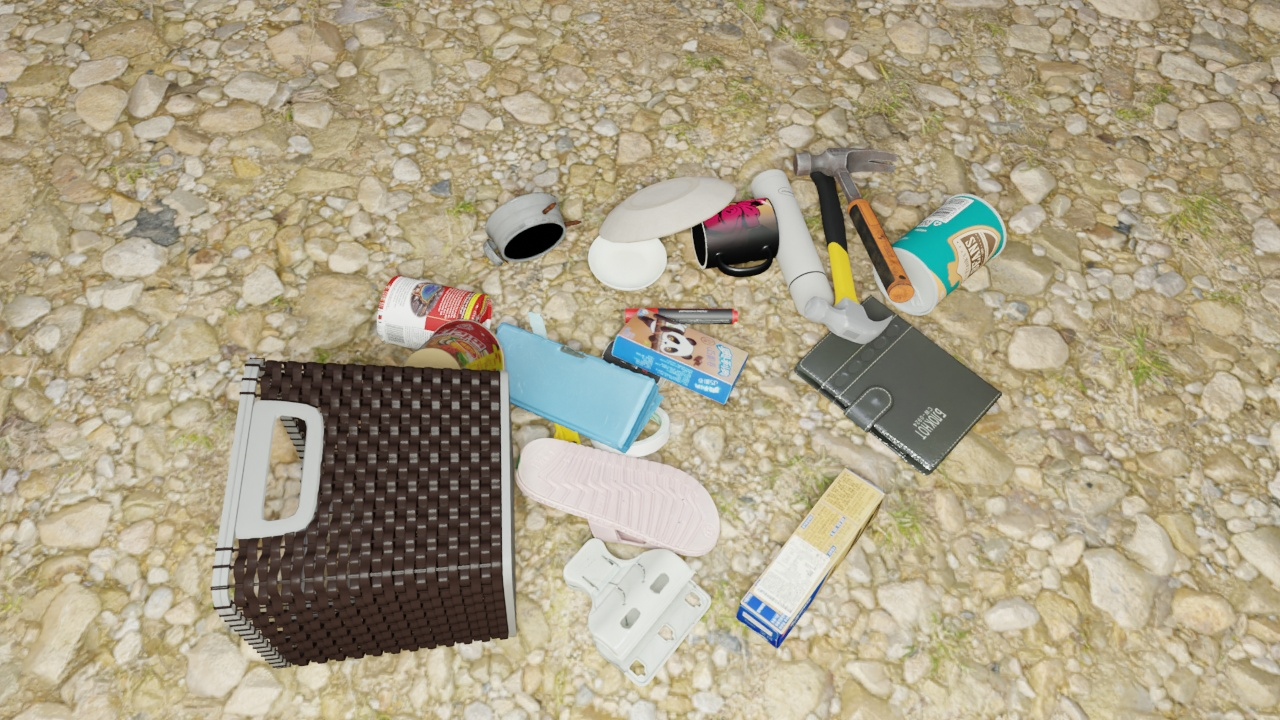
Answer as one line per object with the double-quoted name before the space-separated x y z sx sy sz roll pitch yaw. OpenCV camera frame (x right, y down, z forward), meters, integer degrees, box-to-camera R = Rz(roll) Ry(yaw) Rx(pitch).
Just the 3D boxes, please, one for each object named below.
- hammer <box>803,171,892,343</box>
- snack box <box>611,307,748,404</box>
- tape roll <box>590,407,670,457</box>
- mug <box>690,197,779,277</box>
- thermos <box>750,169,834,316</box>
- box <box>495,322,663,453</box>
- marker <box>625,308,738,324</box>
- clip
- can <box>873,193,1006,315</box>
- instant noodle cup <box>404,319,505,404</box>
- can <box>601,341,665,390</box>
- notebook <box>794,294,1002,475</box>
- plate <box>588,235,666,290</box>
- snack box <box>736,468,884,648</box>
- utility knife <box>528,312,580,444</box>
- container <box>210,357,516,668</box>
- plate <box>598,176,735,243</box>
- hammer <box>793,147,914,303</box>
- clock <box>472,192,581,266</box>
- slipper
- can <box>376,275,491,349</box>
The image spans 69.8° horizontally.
"hammer" 0.259 -0.146 1.205 0.127 0.029 0.322 24 43 -21
"snack box" 0.050 -0.008 1.123 0.151 0.034 0.087 24 33 9
"tape roll" -0.013 0.080 1.078 0.094 0.018 0.093 -4 32 2
"mug" 0.129 -0.155 1.207 0.098 0.082 0.118 -10 51 -8
"thermos" 0.204 -0.157 1.232 0.052 0.052 0.223 -10 60 -8
"box" -0.088 0.032 1.085 0.232 0.054 0.093 20 78 29
"marker" 0.053 -0.058 1.186 0.145 0.021 0.023 0 29 -2
"clip" -0.012 0.245 0.967 0.152 0.099 0.126 41 63 9
"can" 0.391 -0.139 1.200 0.143 0.099 0.099 -36 67 -21
"instant noodle cup" -0.215 0.009 1.036 0.100 0.112 0.100 1 98 7
"can" -0.007 0.007 1.138 0.080 0.032 0.031 27 62 14
"notebook" 0.318 0.027 1.141 0.209 0.029 0.169 39 63 23
"plate" -0.018 -0.131 1.224 0.104 0.026 0.104 1 59 -2
"snack box" 0.187 0.215 1.005 0.056 0.057 0.206 34 64 21
"utility knife" -0.110 0.027 1.134 0.030 0.019 0.217 -9 56 -17
"container" -0.251 0.153 0.921 0.243 0.246 0.247 -2 59 -7
"plate" 0.032 -0.208 1.210 0.189 0.027 0.188 -16 26 8
"hammer" 0.298 -0.182 1.172 0.138 0.035 0.313 -5 43 -3
"clock" -0.160 -0.168 1.207 0.148 0.104 0.056 -31 72 14
"slipper" -0.027 0.155 1.029 0.239 0.065 0.094 20 56 -6
"can" -0.253 -0.052 1.132 0.116 0.087 0.086 12 59 5
